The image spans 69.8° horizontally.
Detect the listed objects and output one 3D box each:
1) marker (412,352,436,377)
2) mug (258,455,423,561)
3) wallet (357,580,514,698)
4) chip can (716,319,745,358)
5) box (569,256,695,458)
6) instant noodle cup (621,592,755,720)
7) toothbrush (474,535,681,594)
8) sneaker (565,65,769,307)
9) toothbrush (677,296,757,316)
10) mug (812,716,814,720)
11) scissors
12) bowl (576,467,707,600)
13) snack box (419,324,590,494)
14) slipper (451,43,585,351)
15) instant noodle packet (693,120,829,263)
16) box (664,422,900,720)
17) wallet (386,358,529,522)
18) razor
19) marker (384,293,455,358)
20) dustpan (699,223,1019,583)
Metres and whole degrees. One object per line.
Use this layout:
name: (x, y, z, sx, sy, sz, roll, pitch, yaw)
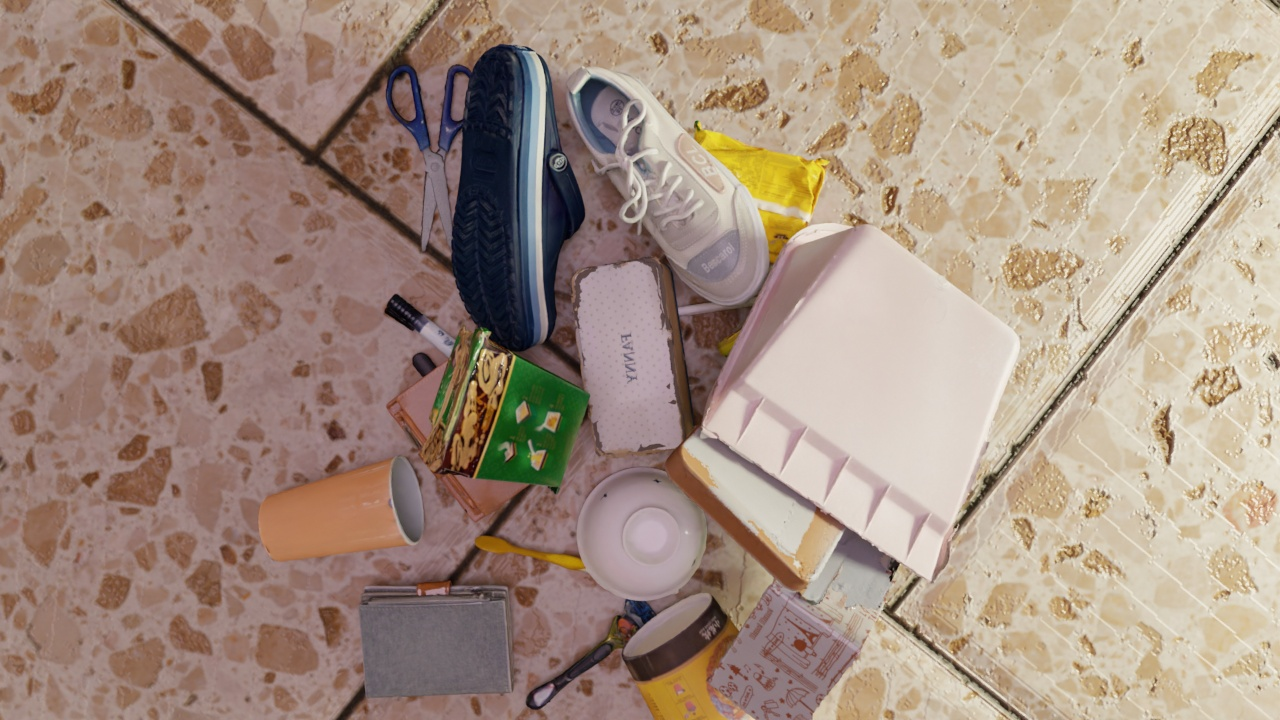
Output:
marker: (-0.164, 0.044, 0.822, 0.018, 0.015, 0.124, -37, 90, -6)
mug: (-0.258, 0.133, 0.793, 0.123, 0.078, 0.078, -12, 90, 4)
wallet: (-0.179, 0.245, 0.812, 0.130, 0.037, 0.106, -1, 101, -1)
chip can: (0.158, 0.054, 0.803, 0.072, 0.072, 0.221, -37, 91, -2)
box: (-0.005, 0.005, 0.799, 0.090, 0.059, 0.184, -6, 93, 11)
instant noodle cup: (0.052, 0.271, 0.777, 0.118, 0.118, 0.114, -33, 90, -2)
toothbrush: (-0.056, 0.185, 0.826, 0.191, 0.018, 0.016, 14, 70, -4)
sneaker: (0.019, -0.151, 0.758, 0.090, 0.090, 0.242, -40, 76, 18)
toothbrush: (0.111, -0.059, 0.830, 0.180, 0.016, 0.016, -10, 83, -2)
mug: (0.107, 0.357, 0.786, 0.124, 0.103, 0.084, -38, 91, -2)
scissors: (-0.194, -0.185, 0.822, 0.141, 0.012, 0.171, 30, 90, -3)
bowl: (0.005, 0.151, 0.794, 0.118, 0.065, 0.118, 1, 82, -6)
snack box: (-0.106, 0.042, 0.738, 0.105, 0.118, 0.117, 19, 89, -19)
slipper: (-0.101, -0.137, 0.789, 0.095, 0.105, 0.253, -8, 104, -38)
instant noodle packet: (0.090, -0.143, 0.815, 0.128, 0.044, 0.111, 16, 91, 1)
box: (0.102, 0.153, 0.725, 0.226, 0.179, 0.157, 44, 128, 5)
wallet: (-0.141, 0.061, 0.797, 0.108, 0.031, 0.132, -37, 94, -3)
razor: (-0.046, 0.267, 0.823, 0.142, 0.022, 0.042, -37, 90, -1)
marker: (-0.174, -0.012, 0.820, 0.130, 0.018, 0.022, 40, 75, -1)
dustpan: (0.180, 0.010, 0.747, 0.222, 0.139, 0.273, 37, 78, -10)
